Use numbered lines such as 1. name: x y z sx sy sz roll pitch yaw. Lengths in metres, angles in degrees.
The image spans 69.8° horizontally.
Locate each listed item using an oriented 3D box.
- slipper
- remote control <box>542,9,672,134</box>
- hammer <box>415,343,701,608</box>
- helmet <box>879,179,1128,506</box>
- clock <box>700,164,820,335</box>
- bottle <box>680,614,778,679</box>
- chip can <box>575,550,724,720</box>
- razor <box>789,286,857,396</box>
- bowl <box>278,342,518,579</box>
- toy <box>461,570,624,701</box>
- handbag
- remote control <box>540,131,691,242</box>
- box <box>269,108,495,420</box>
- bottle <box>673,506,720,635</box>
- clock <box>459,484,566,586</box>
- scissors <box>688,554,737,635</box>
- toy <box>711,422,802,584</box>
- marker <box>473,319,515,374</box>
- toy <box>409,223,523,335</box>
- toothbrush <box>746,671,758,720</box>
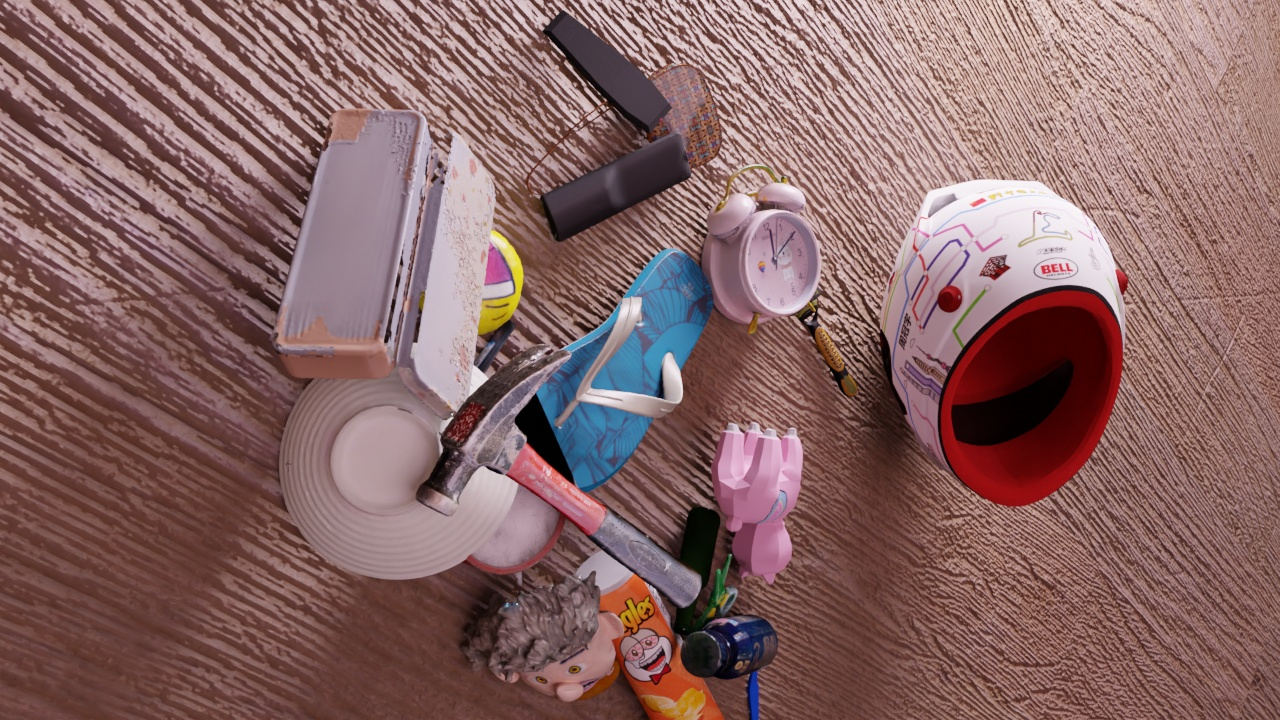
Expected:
1. slipper: -0.005 0.005 0.784 0.118 0.060 0.293 56 50 -22
2. remote control: -0.028 -0.249 0.786 0.124 0.010 0.039 41 78 -8
3. hammer: -0.032 0.116 0.721 0.326 0.036 0.140 47 67 -44
4. helmet: 0.374 -0.033 0.978 0.231 0.235 0.315 -6 120 -3
5. clock: 0.118 -0.112 0.897 0.116 0.059 0.158 -20 104 -32
6. bottle: 0.085 0.273 0.871 0.160 0.056 0.056 26 77 -63
7. chip can: 0.011 0.273 0.852 0.062 0.062 0.210 -37 113 -27
8. razor: 0.198 -0.016 0.984 0.044 0.021 0.144 -37 114 -7
9. bowl: -0.175 0.070 0.652 0.177 0.071 0.177 1 84 -6
10. toy: -0.071 0.248 0.776 0.076 0.133 0.176 -95 160 -45
11. handbag: -0.019 -0.191 0.819 0.195 0.043 0.093 -31 114 -20
12. remote control: -0.018 -0.151 0.799 0.140 0.021 0.045 -30 127 -15
13. box: -0.171 -0.070 0.651 0.121 0.095 0.216 4 58 -4
14. bottle: 0.050 0.198 0.862 0.033 0.033 0.122 42 46 -30
15. clock: -0.115 0.095 0.750 0.109 0.062 0.156 26 73 -34
16. scissors: 0.081 0.221 0.887 0.077 0.013 0.132 -32 145 -42
17. toy: 0.114 0.141 0.900 0.123 0.067 0.157 2 94 -61
18. marker: -0.139 0.017 0.754 0.015 0.018 0.122 44 69 -34
19. toy: -0.138 -0.065 0.733 0.095 0.041 0.094 -3 90 -34
20. toothbrush: 0.120 0.370 0.970 0.016 0.011 0.187 -9 102 -34
